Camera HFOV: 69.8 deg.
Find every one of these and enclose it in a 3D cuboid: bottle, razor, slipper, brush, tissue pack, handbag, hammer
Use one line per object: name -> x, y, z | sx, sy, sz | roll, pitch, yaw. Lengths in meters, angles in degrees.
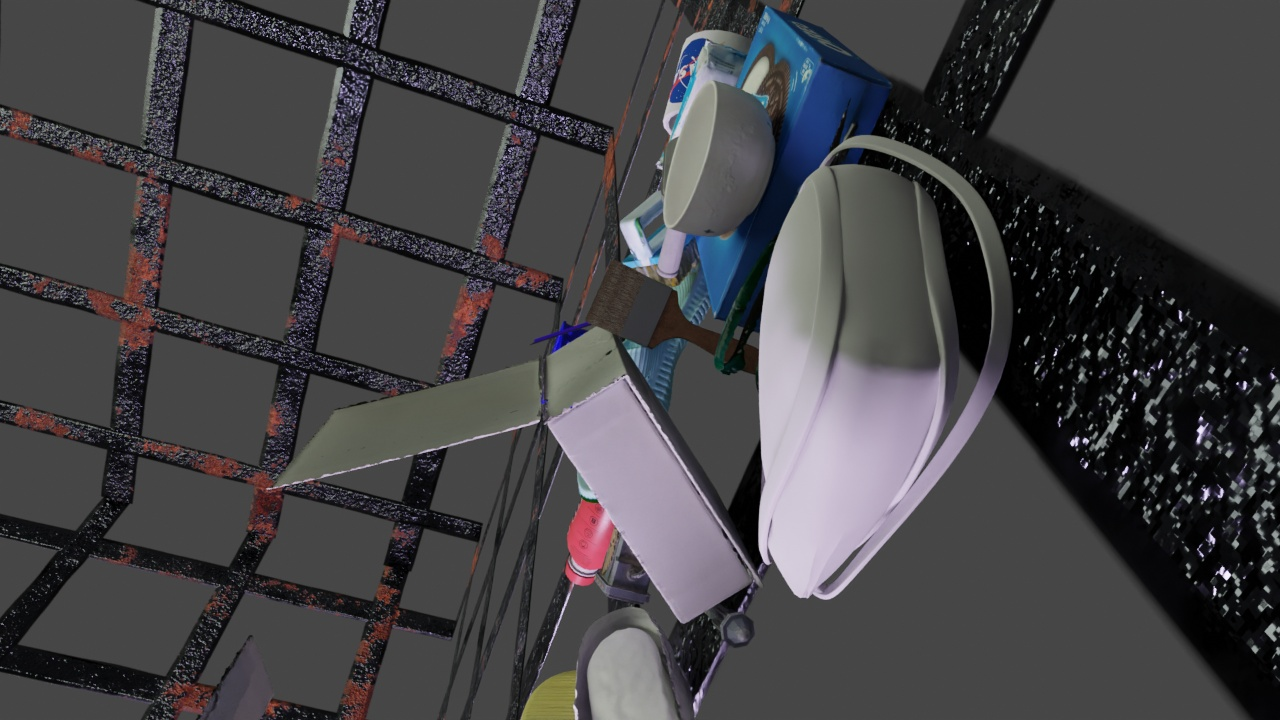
bottle -> -0.038, 0.166, 0.956 | 0.062, 0.062, 0.177 | -88, 18, -55
razor -> 0.033, -0.119, 0.787 | 0.088, 0.047, 0.116 | -85, 6, -45
slipper -> -0.059, 0.353, 0.771 | 0.190, 0.092, 0.082 | -72, -35, -55
brush -> 0.036, -0.131, 0.891 | 0.055, 0.075, 0.135 | -3, 30, 39
slipper -> -0.003, 0.271, 0.579 | 0.112, 0.074, 0.246 | -36, 26, 18
slipper -> -0.005, 0.005, 0.875 | 0.116, 0.069, 0.275 | -15, 45, 61
tissue pack -> 0.078, -0.225, 0.869 | 0.061, 0.093, 0.145 | -82, 13, -51
handbag -> 0.100, 0.018, 0.485 | 0.223, 0.095, 0.215 | 100, 180, -46
brush -> 0.036, -0.017, 0.620 | 0.045, 0.143, 0.008 | -65, 11, -2
hammer -> 0.025, 0.164, 0.699 | 0.322, 0.044, 0.098 | 179, 107, -77

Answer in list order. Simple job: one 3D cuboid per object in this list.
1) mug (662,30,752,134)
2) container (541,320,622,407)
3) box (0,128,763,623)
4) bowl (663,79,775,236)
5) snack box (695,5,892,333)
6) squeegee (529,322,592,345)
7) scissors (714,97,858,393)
mug -> 0.089, -0.275, 0.938 | 0.121, 0.091, 0.090 | 4, 75, 44
container -> -0.054, 0.017, 1.134 | 0.084, 0.113, 0.085 | -89, 18, -56
box -> -0.154, 0.007, 0.586 | 0.166, 0.506, 0.149 | -114, 45, -76
bowl -> 0.057, -0.134, 0.629 | 0.105, 0.054, 0.105 | -169, 91, -77
snack box -> 0.104, -0.158, 0.723 | 0.238, 0.056, 0.196 | -95, 22, -61
squeegee -> 0.007, -0.090, 1.085 | 0.250, 0.055, 0.184 | -16, 29, 37
scissors -> 0.104, -0.060, 0.586 | 0.209, 0.015, 0.155 | -61, -27, -17
